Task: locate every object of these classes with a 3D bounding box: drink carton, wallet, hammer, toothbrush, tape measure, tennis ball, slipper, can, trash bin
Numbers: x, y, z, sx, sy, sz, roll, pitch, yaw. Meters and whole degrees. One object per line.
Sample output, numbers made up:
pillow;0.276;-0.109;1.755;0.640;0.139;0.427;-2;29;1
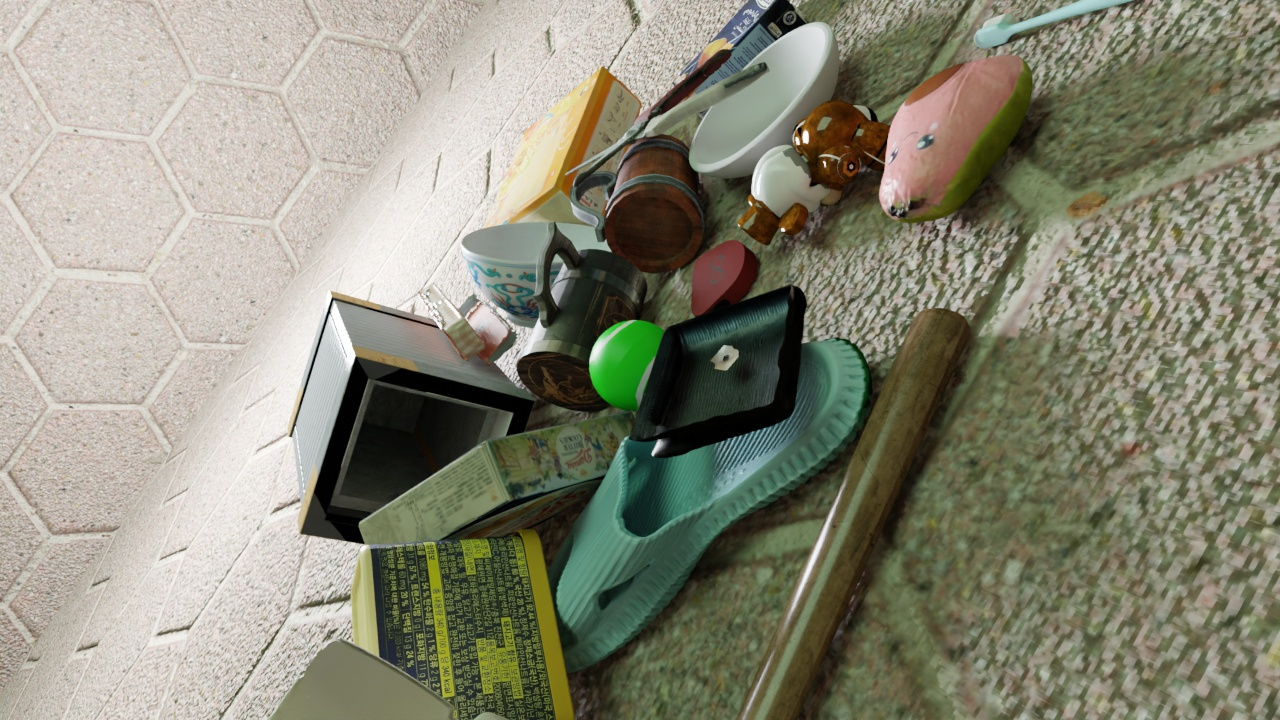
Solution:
drink carton;0.092;-0.291;0.868;0.130;0.040;0.064;-44;30;18
wallet;0.048;0.006;0.519;0.089;0.026;0.114;-19;31;29
hammer;0.084;0.112;0.432;0.129;0.040;0.321;-3;55;61
toothbrush;0.269;-0.209;0.526;0.016;0.016;0.181;-52;25;-17
tape measure;0.062;-0.058;0.674;0.052;0.019;0.058;-27;45;38
tennis ball;-0.004;0.004;0.655;0.065;0.065;0.065;-38;31;28
slipper;0.016;0.077;0.542;0.277;0.069;0.115;-43;26;19
can;-0.107;0.172;0.529;0.075;0.104;0.135;118;145;-46
trash bin;-0.214;0.048;0.810;0.247;0.142;0.142;35;107;63

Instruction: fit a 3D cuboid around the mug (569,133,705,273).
mug;-0.004;-0.136;0.780;0.117;0.081;0.110;-6;39;9

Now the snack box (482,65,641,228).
snack box;-0.081;-0.197;0.988;0.145;0.080;0.194;-26;38;43

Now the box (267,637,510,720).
box;-0.113;0.228;0.439;0.080;0.180;0.143;10;60;53

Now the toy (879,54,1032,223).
toy;0.179;-0.126;0.532;0.090;0.051;0.109;-7;54;56

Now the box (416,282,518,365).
box;-0.159;-0.040;0.832;0.067;0.057;0.187;-18;20;-16

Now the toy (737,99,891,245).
toy;0.116;-0.128;0.629;0.113;0.067;0.087;-53;26;21

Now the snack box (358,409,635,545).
snack box;-0.089;0.088;0.620;0.145;0.144;0.042;-33;74;35

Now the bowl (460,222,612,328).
bowl;-0.092;-0.075;0.849;0.144;0.143;0.074;-128;37;-62

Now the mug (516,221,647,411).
mug;-0.053;-0.036;0.726;0.080;0.116;0.107;-7;50;33

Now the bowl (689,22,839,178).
bowl;0.106;-0.198;0.735;0.150;0.043;0.149;-40;28;25

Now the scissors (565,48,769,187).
scissors;0.028;-0.212;0.777;0.180;0.015;0.198;-2;41;48
